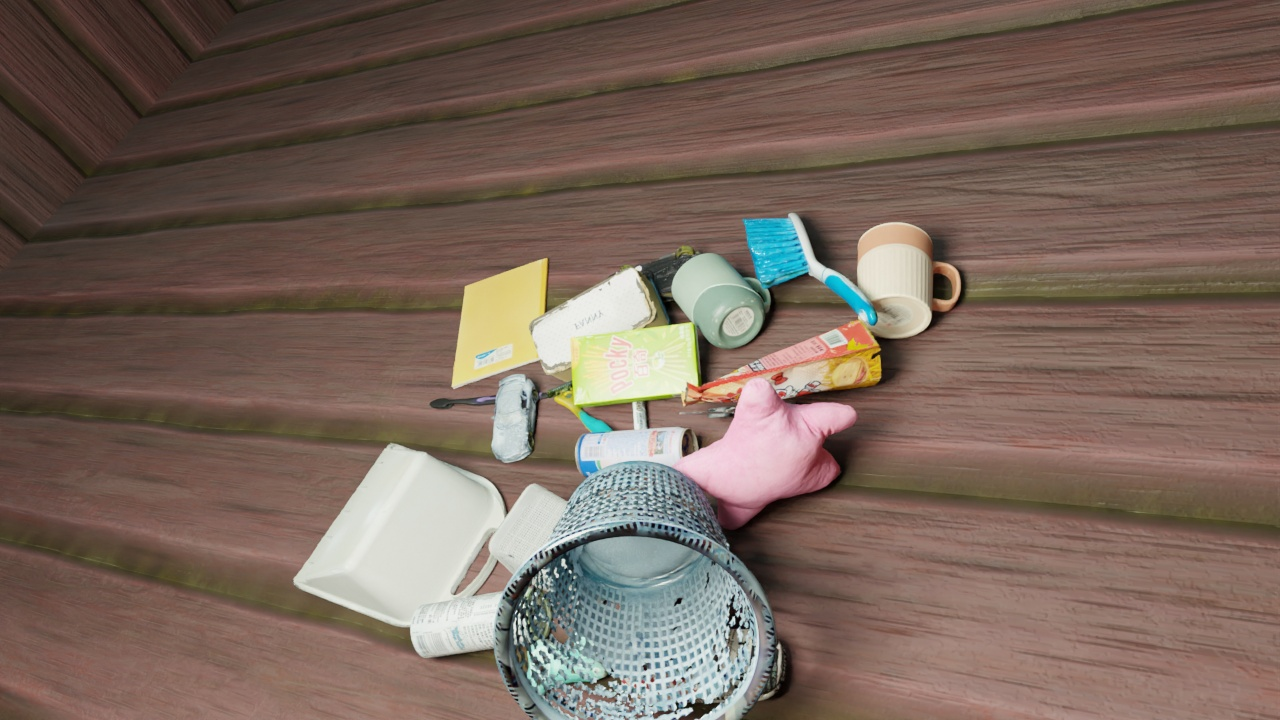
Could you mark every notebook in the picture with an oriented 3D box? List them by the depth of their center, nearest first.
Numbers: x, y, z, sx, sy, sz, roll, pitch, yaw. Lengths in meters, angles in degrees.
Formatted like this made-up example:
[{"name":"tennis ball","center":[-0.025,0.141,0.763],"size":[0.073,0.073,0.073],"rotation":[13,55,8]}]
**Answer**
[{"name":"notebook","center":[-0.203,-0.058,1.342],"size":[0.146,0.010,0.205],"rotation":[-18,46,16]}]

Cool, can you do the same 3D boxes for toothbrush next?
[{"name":"toothbrush","center":[-0.206,0.055,1.245],"size":[0.189,0.017,0.014],"rotation":[-5,62,23]}]

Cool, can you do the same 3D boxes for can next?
[{"name":"can","center":[-0.173,0.282,0.988],"size":[0.147,0.058,0.058],"rotation":[-14,47,19]},{"name":"can","center":[-0.004,0.105,1.049],"size":[0.135,0.053,0.053],"rotation":[-6,50,26]}]

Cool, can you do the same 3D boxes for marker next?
[{"name":"marker","center":[-0.003,0.045,1.129],"size":[0.017,0.017,0.145],"rotation":[-19,45,15]}]

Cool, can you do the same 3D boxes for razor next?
[{"name":"razor","center":[-0.069,0.066,1.140],"size":[0.043,0.028,0.132],"rotation":[-21,34,-26]}]

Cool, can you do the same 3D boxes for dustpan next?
[{"name":"dustpan","center":[-0.286,0.223,1.144],"size":[0.258,0.142,0.222],"rotation":[-19,36,58]}]

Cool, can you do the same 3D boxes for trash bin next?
[{"name":"trash bin","center":[-0.002,0.196,0.817],"size":[0.227,0.226,0.194],"rotation":[-24,17,10]}]

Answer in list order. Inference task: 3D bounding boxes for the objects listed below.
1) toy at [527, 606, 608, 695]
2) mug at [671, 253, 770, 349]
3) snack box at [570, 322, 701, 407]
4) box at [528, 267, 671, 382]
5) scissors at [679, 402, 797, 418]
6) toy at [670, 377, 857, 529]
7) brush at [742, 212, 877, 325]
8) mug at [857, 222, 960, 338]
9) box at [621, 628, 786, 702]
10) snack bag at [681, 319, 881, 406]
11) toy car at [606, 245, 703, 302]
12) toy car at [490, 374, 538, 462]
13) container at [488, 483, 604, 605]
[{"name":"toy","center":[-0.074,0.300,0.931],"size":[0.092,0.030,0.096],"rotation":[-11,69,19]},{"name":"mug","center":[0.110,-0.073,1.129],"size":[0.111,0.082,0.106],"rotation":[-10,38,-21]},{"name":"snack box","center":[-0.007,0.006,1.106],"size":[0.156,0.026,0.085],"rotation":[-6,79,15]},{"name":"box","center":[-0.048,-0.047,1.177],"size":[0.184,0.060,0.089],"rotation":[-25,68,14]},{"name":"scissors","center":[0.101,0.053,0.981],"size":[0.160,0.177,0.014],"rotation":[163,104,-66]},{"name":"toy","center":[0.127,0.102,0.913],"size":[0.195,0.178,0.074],"rotation":[-53,32,30]},{"name":"brush","center":[0.190,-0.107,1.078],"size":[0.109,0.060,0.313],"rotation":[-14,29,8]},{"name":"mug","center":[0.301,-0.086,1.030],"size":[0.114,0.082,0.105],"rotation":[11,55,1]},{"name":"box","center":[0.055,0.284,0.859],"size":[0.164,0.055,0.070],"rotation":[-11,63,22]},{"name":"snack bag","center":[0.146,0.015,0.983],"size":[0.208,0.128,0.073],"rotation":[-14,84,-1]},{"name":"toy car","center":[0.021,-0.105,1.227],"size":[0.158,0.042,0.070],"rotation":[-13,50,18]},{"name":"toy car","center":[-0.164,0.074,1.181],"size":[0.054,0.037,0.120],"rotation":[-14,54,18]},{"name":"container","center":[-0.082,0.204,0.985],"size":[0.114,0.090,0.090],"rotation":[18,63,36]}]
